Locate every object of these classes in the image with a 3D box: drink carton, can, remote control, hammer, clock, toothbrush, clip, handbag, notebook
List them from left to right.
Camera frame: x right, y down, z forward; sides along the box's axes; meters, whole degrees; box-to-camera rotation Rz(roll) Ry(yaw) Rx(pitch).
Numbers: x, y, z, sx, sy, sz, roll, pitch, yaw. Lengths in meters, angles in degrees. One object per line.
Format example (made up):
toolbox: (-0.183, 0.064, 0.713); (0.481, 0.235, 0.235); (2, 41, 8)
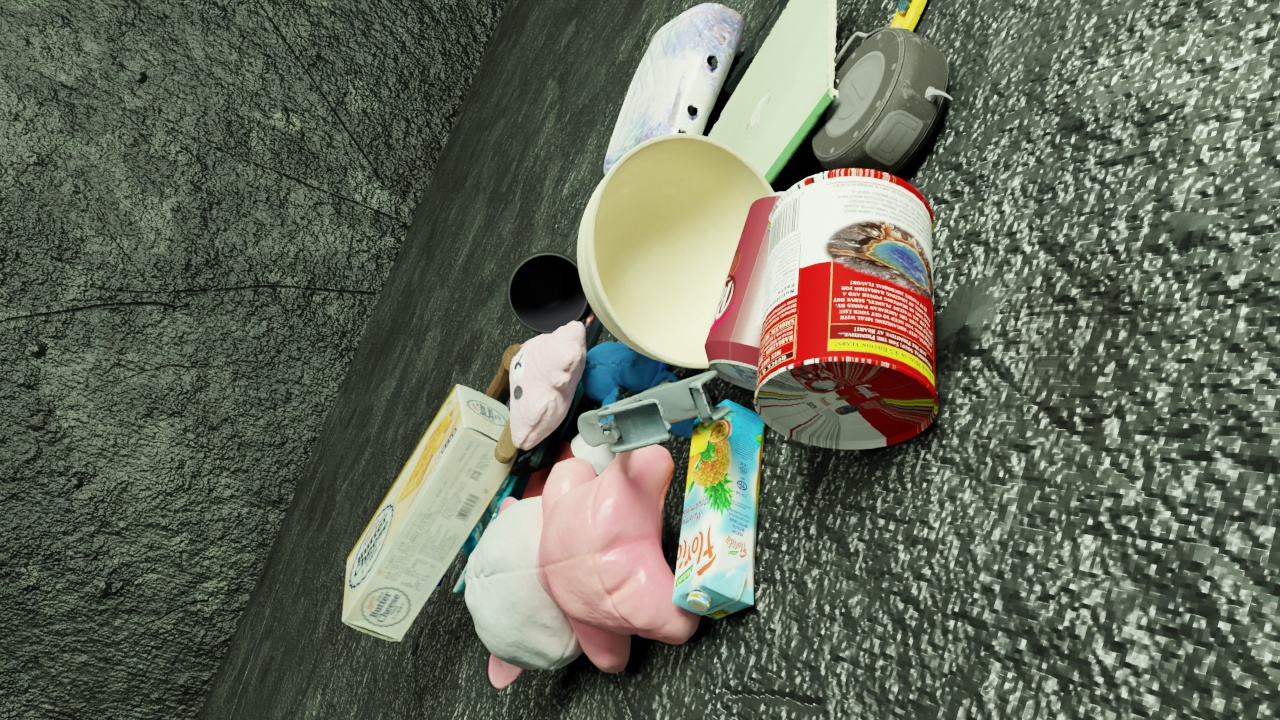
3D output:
hammer: (-0.159, 0.057, 0.955); (0.324, 0.033, 0.115); (130, 162, -62)
toothbrush: (-0.100, 0.035, 0.793); (0.016, 0.016, 0.166); (-59, 10, 31)
remote control: (-0.065, 0.028, 0.760); (0.047, 0.022, 0.150); (-32, 31, 55)
clock: (-0.052, 0.110, 0.728); (0.138, 0.048, 0.096); (-39, 34, 47)
clip: (-0.007, 0.036, 0.551); (0.163, 0.107, 0.028); (156, 94, -82)
handbag: (0.035, -0.239, 0.858); (0.127, 0.069, 0.158); (4, 72, 67)
drink carton: (0.048, 0.087, 0.541); (0.044, 0.038, 0.128); (-39, 33, 47)
notebook: (0.081, -0.168, 0.702); (0.253, 0.010, 0.181); (126, 159, -52)
can: (0.083, -0.041, 0.562); (0.063, 0.063, 0.114); (-9, 59, 64)
hammer: (0.118, -0.182, 0.693); (0.095, 0.015, 0.324); (-53, 26, 30)
can: (0.105, -0.026, 0.467); (0.087, 0.086, 0.116); (-36, 37, 50)
clock: (0.147, -0.155, 0.560); (0.091, 0.043, 0.122); (-55, 23, 33)

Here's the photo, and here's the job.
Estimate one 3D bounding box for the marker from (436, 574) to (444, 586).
marker: (-0.179, 0.148, 0.880); (0.027, 0.023, 0.132); (118, 170, -62)

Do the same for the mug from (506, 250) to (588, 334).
mug: (-0.098, -0.059, 0.978); (0.100, 0.085, 0.119); (-126, 32, -78)

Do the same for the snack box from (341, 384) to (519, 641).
snack box: (-0.187, 0.132, 0.810); (0.208, 0.057, 0.104); (-56, 23, 9)

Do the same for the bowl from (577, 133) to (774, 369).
bowl: (0.019, -0.067, 0.611); (0.075, 0.150, 0.150); (-7, 61, 63)

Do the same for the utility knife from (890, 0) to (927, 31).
utility knife: (0.174, -0.220, 0.610); (0.030, 0.017, 0.163); (-144, 76, -76)

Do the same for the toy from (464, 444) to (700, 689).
toy: (-0.051, 0.139, 0.610); (0.214, 0.084, 0.142); (-29, 66, 49)

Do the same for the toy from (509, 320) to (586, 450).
toy: (-0.070, 0.009, 0.702); (0.096, 0.052, 0.099); (-48, 30, 41)

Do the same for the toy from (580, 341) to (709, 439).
toy: (-0.004, 0.004, 0.710); (0.177, 0.071, 0.112); (-9, 70, 63)

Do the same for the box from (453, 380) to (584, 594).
box: (-0.110, 0.095, 0.865); (0.227, 0.056, 0.185); (-64, 15, 4)
